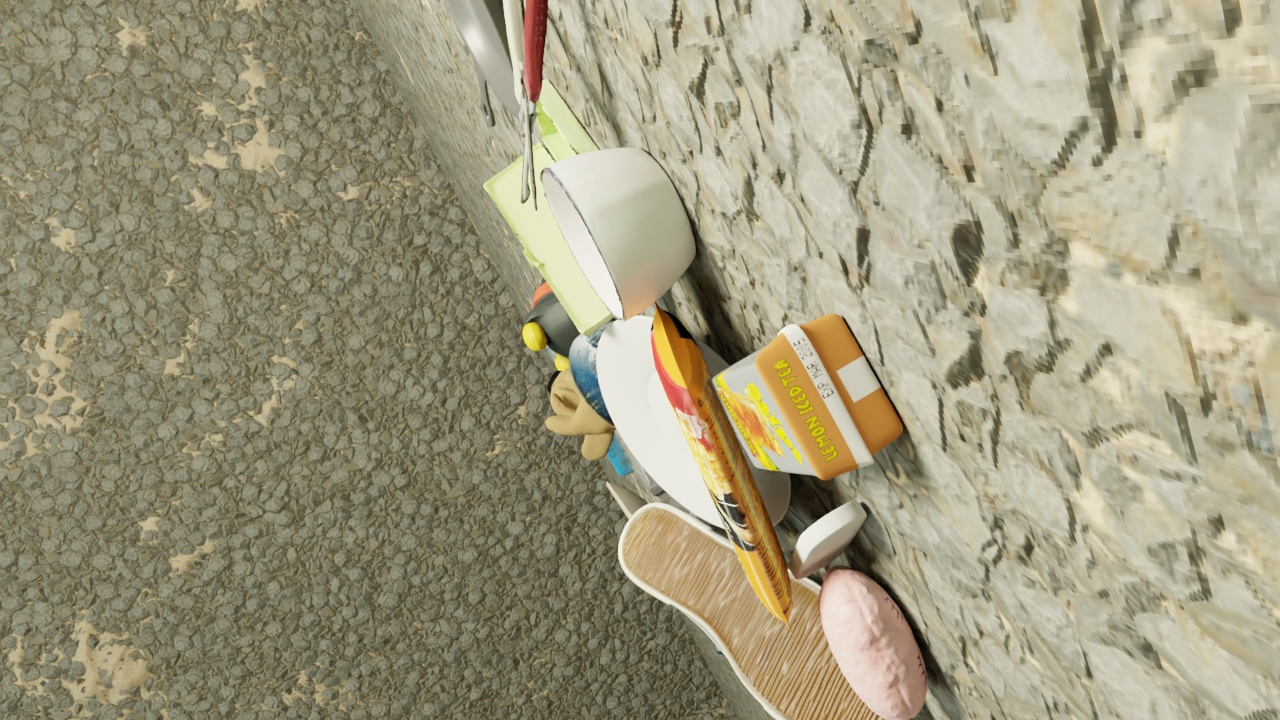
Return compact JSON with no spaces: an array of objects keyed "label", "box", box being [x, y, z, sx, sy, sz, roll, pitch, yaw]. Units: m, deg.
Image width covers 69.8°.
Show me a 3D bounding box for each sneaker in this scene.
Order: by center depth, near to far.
[{"label":"sneaker","box":[0.110,0.228,0.784,0.295,0.120,0.127,30,179,44]}]

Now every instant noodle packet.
[{"label":"instant noodle packet","box":[0.055,0.067,0.631,0.159,0.032,0.221,-104,-9,-69]}]

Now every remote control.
[{"label":"remote control","box":[0.121,0.120,0.603,0.013,0.043,0.137,58,171,22]}]

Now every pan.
[{"label":"pan","box":[-0.147,-0.299,0.866,0.216,0.024,0.355,60,171,4]}]

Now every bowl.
[{"label":"bowl","box":[-0.012,-0.090,0.613,0.116,0.065,0.116,59,172,14]},{"label":"bowl","box":[-0.005,0.005,0.861,0.114,0.061,0.114,28,-139,-27]}]

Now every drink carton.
[{"label":"drink carton","box":[0.082,0.021,0.488,0.076,0.048,0.125,61,172,1]}]

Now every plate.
[{"label":"plate","box":[0.041,0.052,0.747,0.209,0.015,0.209,35,145,29]},{"label":"plate","box":[0.023,0.215,1.082,0.188,0.027,0.189,54,173,9]}]

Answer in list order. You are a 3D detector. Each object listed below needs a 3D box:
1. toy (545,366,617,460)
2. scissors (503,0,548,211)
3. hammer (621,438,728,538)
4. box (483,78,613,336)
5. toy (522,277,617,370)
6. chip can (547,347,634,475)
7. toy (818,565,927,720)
[{"label":"toy","box":[-0.046,0.044,0.908,0.106,0.134,0.108,24,-171,2]},{"label":"scissors","box":[-0.077,-0.205,0.609,0.199,0.015,0.179,102,158,-44]},{"label":"hammer","box":[0.029,0.122,1.044,0.177,0.079,0.326,63,173,-15]},{"label":"box","box":[-0.050,-0.127,0.755,0.188,0.064,0.131,55,128,27]},{"label":"toy","box":[-0.065,-0.060,0.955,0.097,0.100,0.119,42,-148,-47]},{"label":"chip can","box":[-0.051,0.045,1.275,0.229,0.079,0.080,61,172,-7]},{"label":"toy","box":[0.152,0.184,0.622,0.108,0.053,0.105,62,-177,-9]}]
